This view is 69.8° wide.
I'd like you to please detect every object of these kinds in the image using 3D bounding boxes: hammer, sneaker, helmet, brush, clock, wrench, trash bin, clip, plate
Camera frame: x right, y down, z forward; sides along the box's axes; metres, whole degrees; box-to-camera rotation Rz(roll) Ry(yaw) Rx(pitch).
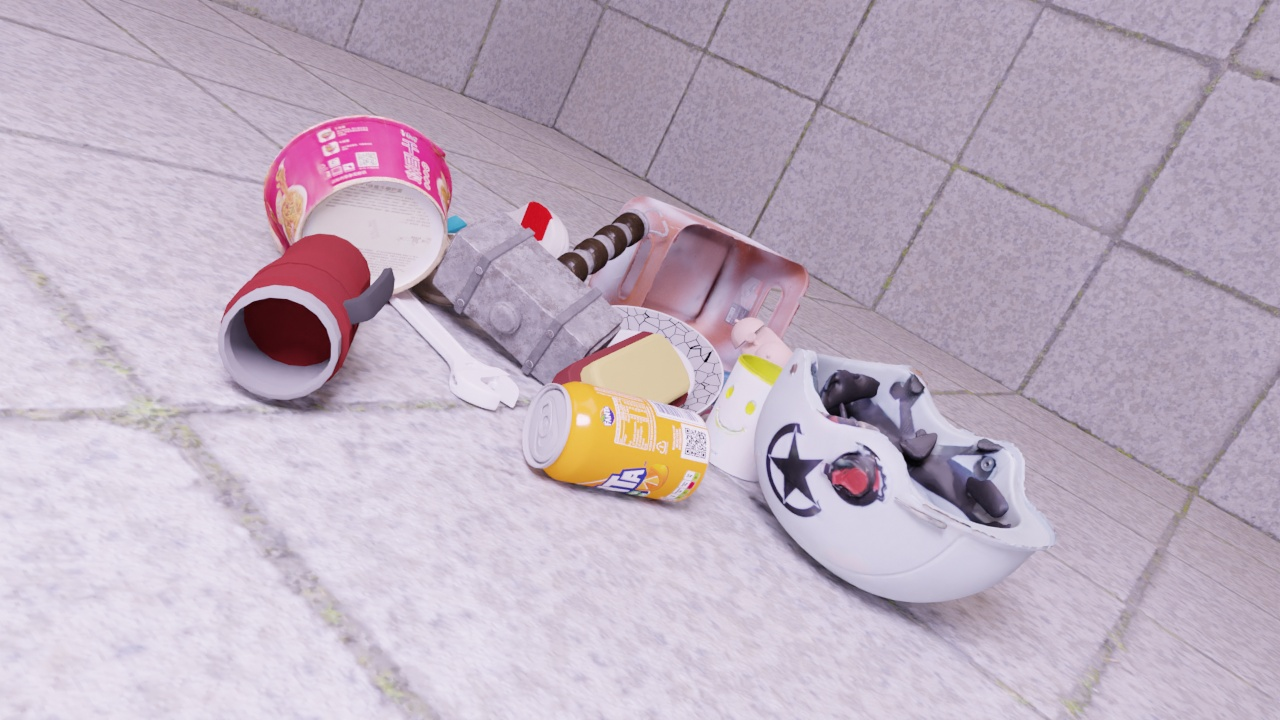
[{"bbox_3d":[-0.060,-0.110,0.997,0.177,0.080,0.325,42,39,3],"label":"hammer"},{"bbox_3d":[-0.122,-0.134,1.157,0.104,0.090,0.237,23,-7,-27],"label":"sneaker"},{"bbox_3d":[0.212,0.115,0.805,0.236,0.164,0.264,3,34,-46],"label":"helmet"},{"bbox_3d":[-0.009,0.023,0.854,0.173,0.042,0.082,-27,86,-56],"label":"brush"},{"bbox_3d":[-0.185,-0.106,1.002,0.140,0.055,0.093,-9,37,-24],"label":"clock"},{"bbox_3d":[-0.198,-0.027,0.876,0.066,0.018,0.273,11,21,-45],"label":"wrench"},{"bbox_3d":[0.074,-0.105,1.279,0.259,0.182,0.157,13,19,-39],"label":"trash bin"},{"bbox_3d":[0.199,0.010,1.223,0.160,0.086,0.131,37,10,-28],"label":"clock"},{"bbox_3d":[-0.257,-0.116,1.036,0.027,0.104,0.120,31,22,32],"label":"clip"},{"bbox_3d":[-0.006,0.006,0.977,0.188,0.016,0.188,7,40,-6],"label":"plate"}]

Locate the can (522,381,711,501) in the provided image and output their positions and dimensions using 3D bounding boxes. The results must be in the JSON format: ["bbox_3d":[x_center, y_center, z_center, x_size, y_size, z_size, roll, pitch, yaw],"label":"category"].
[{"bbox_3d":[-0.017,0.066,0.744,0.142,0.079,0.079,16,18,-34],"label":"can"}]

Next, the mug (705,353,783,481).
[{"bbox_3d":[0.114,0.058,0.938,0.082,0.106,0.082,25,15,-8],"label":"mug"}]

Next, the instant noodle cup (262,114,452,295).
[{"bbox_3d":[-0.258,-0.134,0.869,0.178,0.179,0.077,14,36,-39],"label":"instant noodle cup"}]

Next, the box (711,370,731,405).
[{"bbox_3d":[0.137,0.061,1.141,0.125,0.021,0.209,16,19,-38],"label":"box"}]

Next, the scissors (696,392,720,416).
[{"bbox_3d":[0.124,0.060,1.056,0.173,0.014,0.170,16,21,11],"label":"scissors"}]

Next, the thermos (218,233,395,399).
[{"bbox_3d":[-0.243,-0.043,0.698,0.108,0.084,0.198,-14,20,-5],"label":"thermos"}]
